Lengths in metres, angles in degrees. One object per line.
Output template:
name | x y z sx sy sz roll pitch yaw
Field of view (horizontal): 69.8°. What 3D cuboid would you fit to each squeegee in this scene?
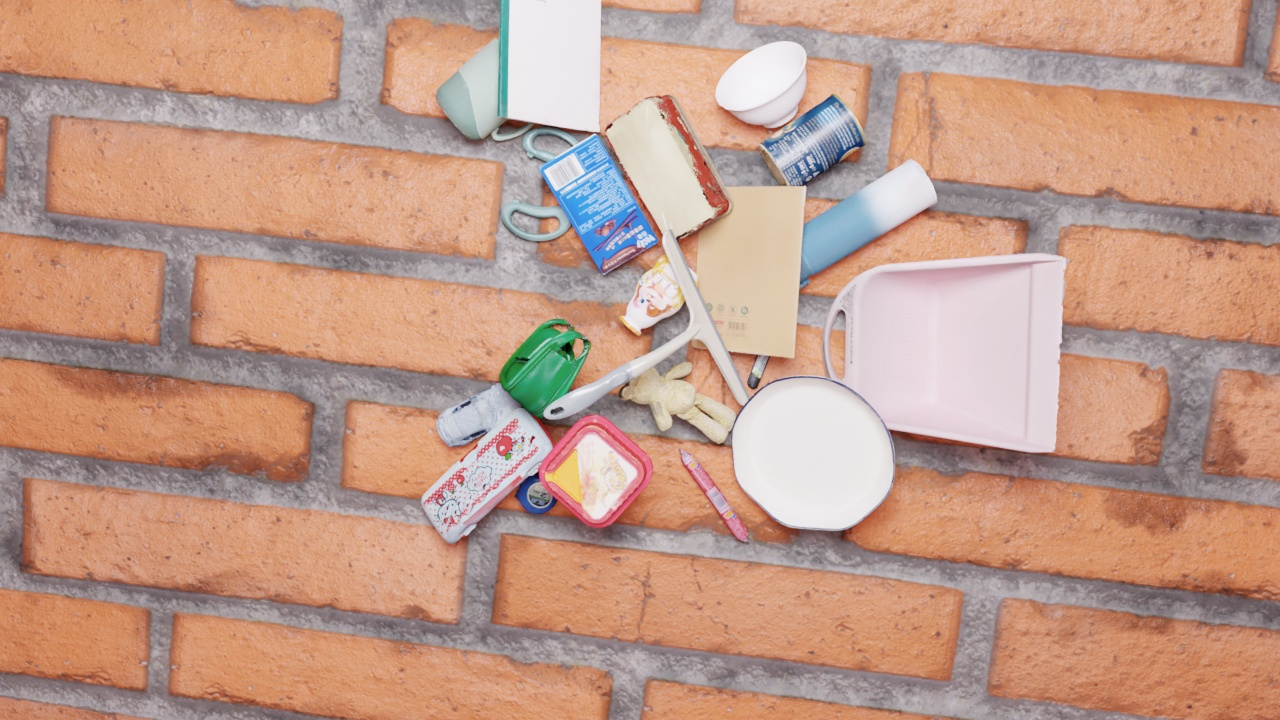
squeegee | -0.007 0.006 1.103 0.246 0.039 0.246 -30 106 -14

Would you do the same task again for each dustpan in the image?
dustpan | 0.347 -0.009 1.088 0.138 0.274 0.222 -2 93 -22

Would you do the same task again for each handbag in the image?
handbag | -0.117 0.006 1.152 0.068 0.131 0.120 41 90 -15

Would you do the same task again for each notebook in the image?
notebook | 0.133 -0.113 1.147 0.148 0.008 0.208 7 97 35
notebook | -0.108 -0.392 1.118 0.150 0.012 0.209 -3 98 -41

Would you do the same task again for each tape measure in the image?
tape measure | -0.136 0.176 1.222 0.058 0.025 0.054 16 98 5

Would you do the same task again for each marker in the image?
marker | 0.166 -0.021 1.191 0.018 0.015 0.124 21 100 2

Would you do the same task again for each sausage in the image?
sausage | 0.098 0.178 1.212 0.020 0.020 0.156 -35 93 6

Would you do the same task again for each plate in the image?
plate | 0.218 0.114 1.157 0.205 0.045 0.205 6 106 22

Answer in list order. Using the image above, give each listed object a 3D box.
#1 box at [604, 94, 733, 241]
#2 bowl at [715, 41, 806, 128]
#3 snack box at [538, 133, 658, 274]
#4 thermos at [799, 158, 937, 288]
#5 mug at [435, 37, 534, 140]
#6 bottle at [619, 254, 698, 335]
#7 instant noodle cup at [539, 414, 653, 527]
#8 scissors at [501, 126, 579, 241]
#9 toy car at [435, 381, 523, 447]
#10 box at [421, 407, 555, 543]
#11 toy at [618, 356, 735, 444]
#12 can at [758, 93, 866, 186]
box | 0.033 -0.235 1.128 0.092 0.079 0.168 -28 94 32
bowl | 0.159 -0.327 1.126 0.118 0.118 0.065 -36 131 6
snack box | -0.053 -0.197 1.163 0.084 0.026 0.157 -31 103 1
thermos | 0.258 -0.165 1.146 0.220 0.070 0.070 -32 93 7
mug | -0.185 -0.325 1.152 0.106 0.082 0.112 -39 124 6
bottle | 0.022 -0.082 1.167 0.063 0.063 0.108 43 96 -2
instant noodle cup | -0.052 0.132 1.163 0.116 0.124 0.117 42 96 -1
scissors | -0.107 -0.205 1.185 0.174 0.019 0.178 42 95 -5
toy car | -0.211 0.071 1.211 0.120 0.037 0.054 -27 93 2
box | -0.199 0.151 1.190 0.201 0.048 0.087 -43 64 12
toy | 0.050 0.055 1.186 0.157 0.066 0.105 28 64 -4
can | 0.210 -0.265 1.131 0.111 0.075 0.075 -34 93 6
